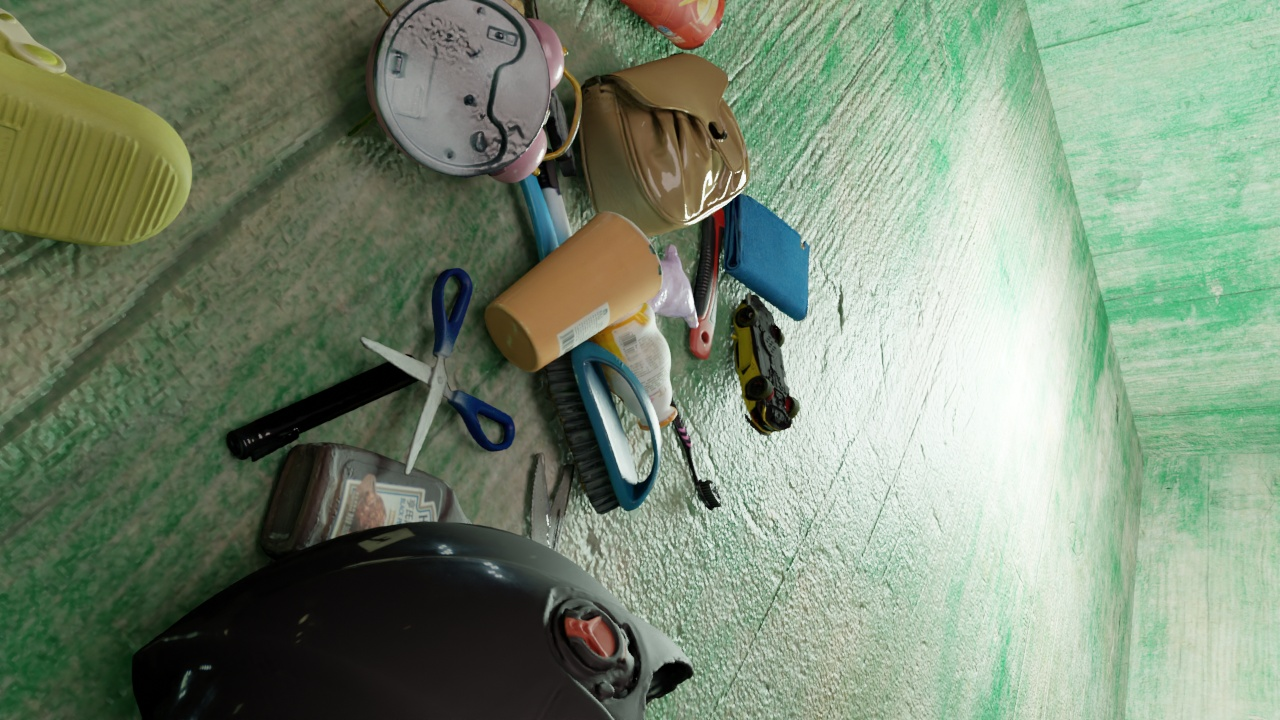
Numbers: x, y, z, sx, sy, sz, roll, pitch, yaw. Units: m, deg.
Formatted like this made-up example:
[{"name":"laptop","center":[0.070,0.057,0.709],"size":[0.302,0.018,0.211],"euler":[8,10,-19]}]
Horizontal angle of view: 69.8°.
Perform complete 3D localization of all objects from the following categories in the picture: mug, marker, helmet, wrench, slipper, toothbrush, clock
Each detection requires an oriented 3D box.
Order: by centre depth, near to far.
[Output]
[{"name":"slipper","center":[-0.295,-0.110,0.392],"size":[0.190,0.092,0.081],"euler":[19,29,-41]},{"name":"helmet","center":[-0.105,0.189,0.451],"size":[0.273,0.234,0.230],"euler":[-25,74,-49]},{"name":"marker","center":[-0.184,0.026,0.551],"size":[0.131,0.022,0.020],"euler":[-31,143,-51]},{"name":"clock","center":[-0.108,-0.180,0.615],"size":[0.158,0.060,0.117],"euler":[7,101,-31]},{"name":"mug","center":[-0.051,-0.048,0.684],"size":[0.122,0.078,0.078],"euler":[-40,117,-29]},{"name":"marker","center":[-0.064,-0.106,0.738],"size":[0.018,0.023,0.131],"euler":[-18,98,-26]},{"name":"toothbrush","center":[0.037,0.058,0.847],"size":[0.014,0.018,0.189],"euler":[-43,116,-50]},{"name":"wrench","center":[0.071,-0.131,0.927],"size":[0.056,0.016,0.273],"euler":[26,64,-49]}]

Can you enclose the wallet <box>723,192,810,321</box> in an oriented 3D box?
[{"name":"wallet","center":[0.135,-0.113,0.987],"size":[0.133,0.040,0.106],"euler":[29,55,-43]}]

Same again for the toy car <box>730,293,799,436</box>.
[{"name":"toy car","center":[0.125,0.003,0.950],"size":[0.071,0.041,0.155],"euler":[32,44,-46]}]

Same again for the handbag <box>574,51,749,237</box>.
[{"name":"handbag","center":[0.029,-0.194,0.813],"size":[0.203,0.100,0.148],"euler":[-41,113,-53]}]

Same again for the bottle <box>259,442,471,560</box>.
[{"name":"bottle","center":[-0.139,0.113,0.578],"size":[0.194,0.044,0.079],"euler":[34,59,-46]}]

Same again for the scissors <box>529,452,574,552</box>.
[{"name":"scissors","center":[-0.069,0.186,0.683],"size":[0.195,0.015,0.216],"euler":[-47,119,-46]}]

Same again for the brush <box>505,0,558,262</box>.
[{"name":"brush","center":[-0.095,-0.164,0.692],"size":[0.083,0.046,0.255],"euler":[-40,120,-53]}]

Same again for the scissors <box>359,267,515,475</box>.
[{"name":"scissors","center":[-0.129,0.007,0.610],"size":[0.173,0.012,0.162],"euler":[41,42,-58]}]

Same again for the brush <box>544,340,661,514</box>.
[{"name":"brush","center":[-0.023,0.051,0.715],"size":[0.055,0.073,0.144],"euler":[-66,141,-70]}]

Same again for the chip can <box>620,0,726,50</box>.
[{"name":"chip can","center":[-0.007,-0.357,0.820],"size":[0.216,0.073,0.073],"euler":[16,71,-52]}]

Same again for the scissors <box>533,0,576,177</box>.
[{"name":"scissors","center":[-0.074,-0.234,0.725],"size":[0.136,0.014,0.175],"euler":[-91,169,-67]}]

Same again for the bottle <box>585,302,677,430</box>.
[{"name":"bottle","center":[-0.005,0.004,0.761],"size":[0.063,0.063,0.108],"euler":[-45,119,-47]}]

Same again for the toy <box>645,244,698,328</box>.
[{"name":"toy","center":[0.010,-0.070,0.816],"size":[0.107,0.039,0.083],"euler":[-1,70,-49]}]
